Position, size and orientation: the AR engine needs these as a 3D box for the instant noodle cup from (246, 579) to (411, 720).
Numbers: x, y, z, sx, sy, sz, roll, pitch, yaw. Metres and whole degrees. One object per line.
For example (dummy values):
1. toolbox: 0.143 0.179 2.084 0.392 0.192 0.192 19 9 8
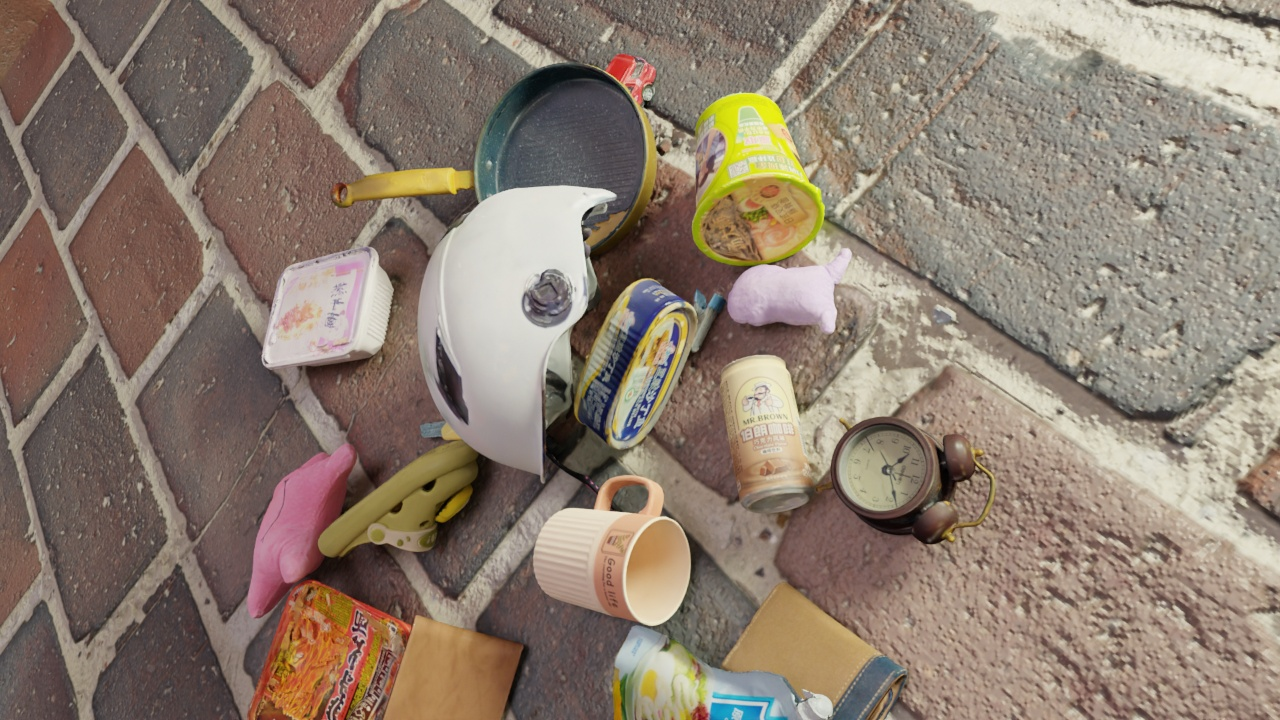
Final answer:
1. instant noodle cup: -0.284 0.311 0.880 0.189 0.079 0.164 11 78 36

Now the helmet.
1. helmet: -0.117 -0.034 0.791 0.146 0.229 0.258 13 70 -1

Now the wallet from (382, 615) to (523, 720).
1. wallet: -0.168 0.293 0.807 0.020 0.101 0.115 155 133 -79

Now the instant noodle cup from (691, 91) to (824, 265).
1. instant noodle cup: 0.094 -0.165 0.800 0.112 0.111 0.123 -23 53 25

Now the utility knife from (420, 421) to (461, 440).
1. utility knife: -0.158 0.065 0.928 0.188 0.020 0.030 -3 51 28

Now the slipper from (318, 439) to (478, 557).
1. slipper: -0.230 0.151 0.916 0.191 0.091 0.081 -34 95 8

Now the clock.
1. clock: 0.192 0.085 0.659 0.122 0.055 0.082 16 81 36

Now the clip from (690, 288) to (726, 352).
1. clip: 0.053 -0.034 0.823 0.045 0.027 0.058 17 86 30

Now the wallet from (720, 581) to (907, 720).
1. wallet: 0.123 0.228 0.666 0.115 0.033 0.090 32 89 39

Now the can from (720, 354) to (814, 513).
1. can: 0.099 0.059 0.731 0.059 0.058 0.116 -22 61 26

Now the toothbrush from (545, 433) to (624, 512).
1. toothbrush: -0.035 0.119 0.829 0.017 0.014 0.189 -44 52 -14

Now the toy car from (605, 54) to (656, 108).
1. toy car: -0.030 -0.263 0.957 0.053 0.045 0.120 25 89 40

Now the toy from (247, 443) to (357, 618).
1. toy: -0.374 0.183 0.990 0.179 0.074 0.194 -20 46 52

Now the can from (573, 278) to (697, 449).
1. can: -0.005 0.005 0.803 0.049 0.074 0.148 36 111 36

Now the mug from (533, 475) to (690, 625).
1. mug: -0.021 0.151 0.757 0.106 0.081 0.114 0 70 41

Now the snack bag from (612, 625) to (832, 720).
1. snack bag: 0.059 0.268 0.668 0.191 0.038 0.110 7 90 42

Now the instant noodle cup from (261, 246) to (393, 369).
1. instant noodle cup: -0.365 -0.054 1.093 0.174 0.060 0.137 -7 68 31

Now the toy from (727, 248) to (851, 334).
1. toy: 0.122 -0.058 0.776 0.108 0.039 0.083 0 57 39

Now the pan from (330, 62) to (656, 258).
1. pan: -0.156 -0.191 0.942 0.358 0.078 0.197 -5 87 24
